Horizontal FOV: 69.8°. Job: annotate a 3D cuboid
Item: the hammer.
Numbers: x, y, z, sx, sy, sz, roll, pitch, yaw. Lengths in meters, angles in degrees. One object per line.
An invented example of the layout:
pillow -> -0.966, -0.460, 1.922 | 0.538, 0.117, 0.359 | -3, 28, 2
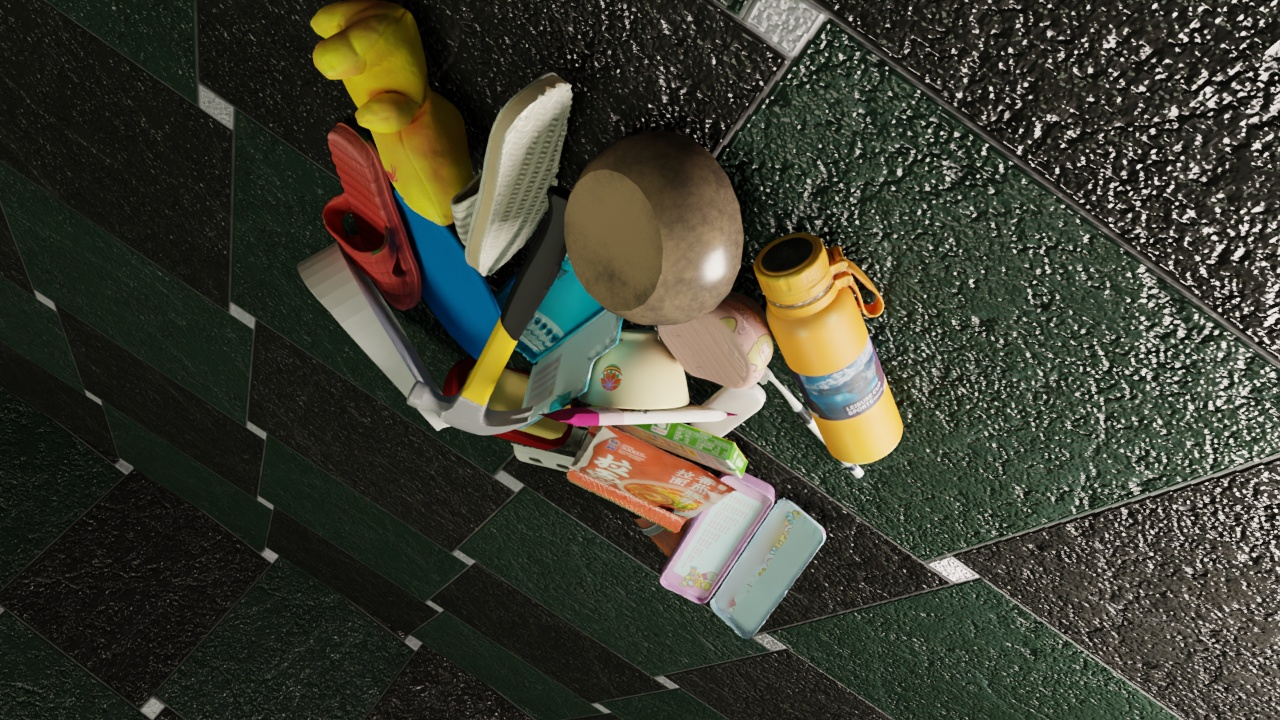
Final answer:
hammer -> -0.128, -0.037, 0.915 | 0.127, 0.029, 0.325 | 26, 128, -9

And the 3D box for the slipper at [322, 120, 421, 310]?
slipper -> -0.307, -0.146, 1.013 | 0.103, 0.059, 0.249 | 35, 148, 27

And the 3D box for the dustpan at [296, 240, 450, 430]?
dustpan -> -0.316, -0.019, 1.104 | 0.257, 0.053, 0.191 | 59, 174, -1

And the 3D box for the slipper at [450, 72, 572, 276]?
slipper -> -0.115, -0.158, 0.803 | 0.054, 0.114, 0.273 | 38, 157, 1

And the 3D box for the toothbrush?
toothbrush -> 0.177, 0.066, 0.966 | 0.187, 0.017, 0.012 | 45, 149, -21

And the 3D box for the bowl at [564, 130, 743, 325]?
bowl -> 0.001, -0.104, 0.757 | 0.162, 0.070, 0.162 | 20, 120, 41

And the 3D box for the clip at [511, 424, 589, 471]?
clip -> -0.102, 0.131, 1.231 | 0.127, 0.105, 0.152 | 10, 132, 34

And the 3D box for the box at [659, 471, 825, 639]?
box -> 0.125, 0.245, 1.155 | 0.151, 0.040, 0.215 | 34, 123, 10

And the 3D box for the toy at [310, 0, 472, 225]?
toy -> -0.210, -0.226, 0.820 | 0.194, 0.087, 0.134 | 65, 177, -36

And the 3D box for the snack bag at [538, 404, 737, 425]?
snack bag -> -0.001, 0.055, 0.953 | 0.196, 0.016, 0.070 | 0, -176, -22

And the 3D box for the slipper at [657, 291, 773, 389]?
slipper -> 0.077, -0.031, 0.866 | 0.093, 0.081, 0.197 | 54, 168, -10

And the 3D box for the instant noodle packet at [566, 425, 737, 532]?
instant noodle packet -> 0.014, 0.122, 1.058 | 0.164, 0.083, 0.221 | 28, 162, -4

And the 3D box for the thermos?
thermos -> 0.174, -0.012, 0.818 | 0.076, 0.091, 0.233 | 38, 163, 52

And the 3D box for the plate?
plate -> -0.206, -0.092, 1.011 | 0.224, 0.024, 0.225 | 42, 153, 27

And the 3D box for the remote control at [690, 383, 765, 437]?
remote control -> 0.095, 0.055, 1.022 | 0.043, 0.013, 0.137 | 34, 148, -5

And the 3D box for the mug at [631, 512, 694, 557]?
mug -> 0.061, 0.216, 1.223 | 0.118, 0.081, 0.111 | -32, 110, 36

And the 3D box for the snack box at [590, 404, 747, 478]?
snack box -> 0.036, 0.087, 1.060 | 0.168, 0.027, 0.132 | 20, 170, 18

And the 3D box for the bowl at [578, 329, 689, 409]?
bowl -> -0.006, 0.006, 0.970 | 0.118, 0.117, 0.074 | 6, 97, 34

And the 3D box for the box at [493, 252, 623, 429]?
box -> -0.086, -0.032, 0.989 | 0.228, 0.086, 0.168 | -30, 79, 55

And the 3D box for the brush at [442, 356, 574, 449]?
brush -> -0.152, 0.052, 1.113 | 0.173, 0.082, 0.042 | 20, 155, -34
